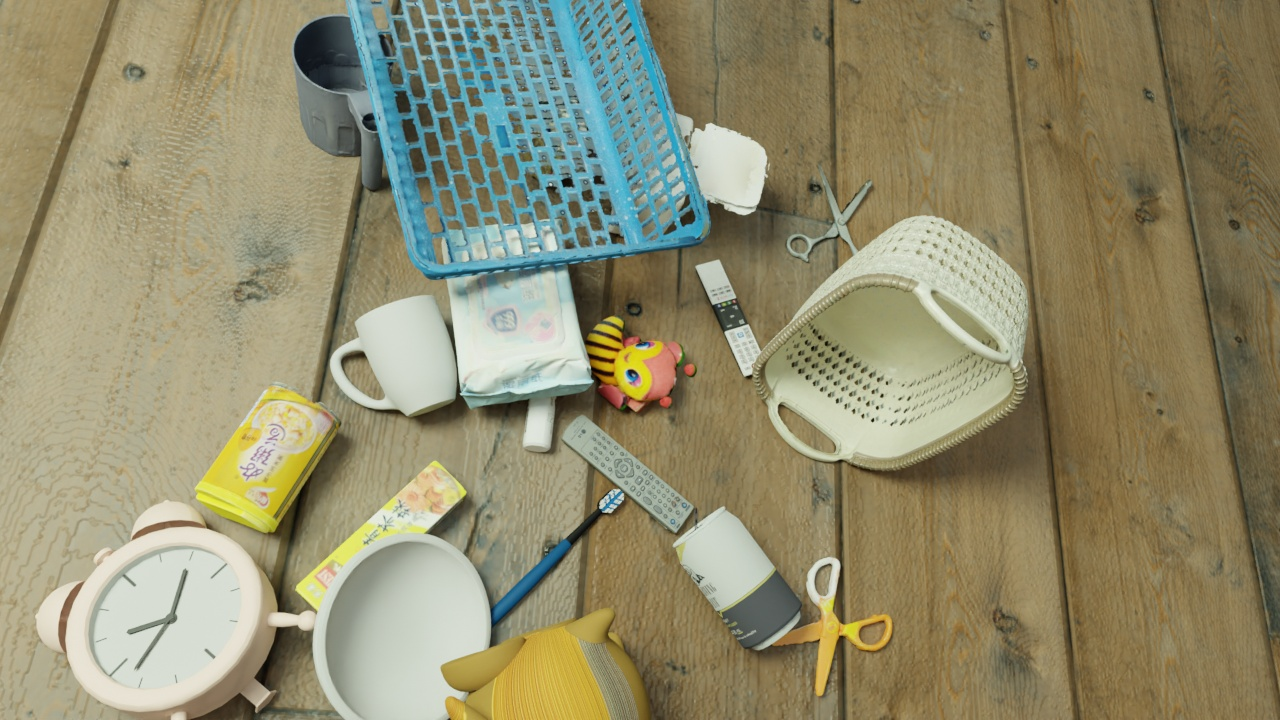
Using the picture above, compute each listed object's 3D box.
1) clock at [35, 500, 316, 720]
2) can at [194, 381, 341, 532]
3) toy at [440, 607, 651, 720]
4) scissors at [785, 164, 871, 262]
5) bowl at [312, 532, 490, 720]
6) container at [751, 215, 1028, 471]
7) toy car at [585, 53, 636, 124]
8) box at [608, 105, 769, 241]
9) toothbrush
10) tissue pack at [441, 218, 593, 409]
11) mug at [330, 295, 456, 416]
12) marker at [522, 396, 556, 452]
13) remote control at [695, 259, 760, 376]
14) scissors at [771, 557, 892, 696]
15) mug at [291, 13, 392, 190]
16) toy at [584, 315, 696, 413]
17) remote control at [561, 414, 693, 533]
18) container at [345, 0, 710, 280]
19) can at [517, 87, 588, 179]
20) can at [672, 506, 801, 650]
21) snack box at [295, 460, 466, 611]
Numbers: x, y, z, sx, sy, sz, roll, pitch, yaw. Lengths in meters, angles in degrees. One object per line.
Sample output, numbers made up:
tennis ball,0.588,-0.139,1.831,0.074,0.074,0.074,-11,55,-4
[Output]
clock,-0.338,0.194,0.673,0.160,0.086,0.130,37,62,9
can,-0.294,0.078,0.727,0.067,0.068,0.104,29,64,-5
toy,-0.057,0.304,0.683,0.198,0.163,0.203,3,65,-59
scissors,0.224,-0.134,0.997,0.141,0.014,0.173,-30,82,-21
bowl,-0.188,0.209,0.707,0.149,0.043,0.149,14,70,-43
container,0.229,-0.013,0.833,0.184,0.247,0.142,37,55,-5
toy car,-0.031,-0.288,0.963,0.062,0.033,0.092,0,70,-10
box,0.052,-0.180,0.900,0.136,0.126,0.108,11,66,-15
toothbrush,-0.074,0.169,0.789,0.167,0.014,0.014,-42,97,-26
tissue pack,-0.112,-0.049,0.813,0.112,0.070,0.181,-10,66,-5
mug,-0.211,0.006,0.788,0.107,0.071,0.089,-22,86,5
marker,-0.087,0.020,0.836,0.025,0.025,0.125,10,67,-13
remote control,0.090,-0.042,0.921,0.028,0.012,0.124,-17,76,-22
scissors,0.173,0.238,0.840,0.125,0.011,0.127,-8,71,-21
mug,-0.262,-0.229,0.833,0.083,0.104,0.124,-22,78,-24
toy,-0.005,0.005,0.856,0.103,0.046,0.084,35,86,9
remote control,-0.012,0.102,0.833,0.136,0.013,0.033,39,64,0
container,-0.114,-0.235,0.783,0.256,0.089,0.362,-10,76,-27
can,-0.087,-0.219,0.893,0.043,0.086,0.086,-18,76,-23
can,0.081,0.185,0.803,0.064,0.064,0.127,-34,83,-25
snack box,-0.209,0.147,0.748,0.040,0.029,0.147,44,64,3
